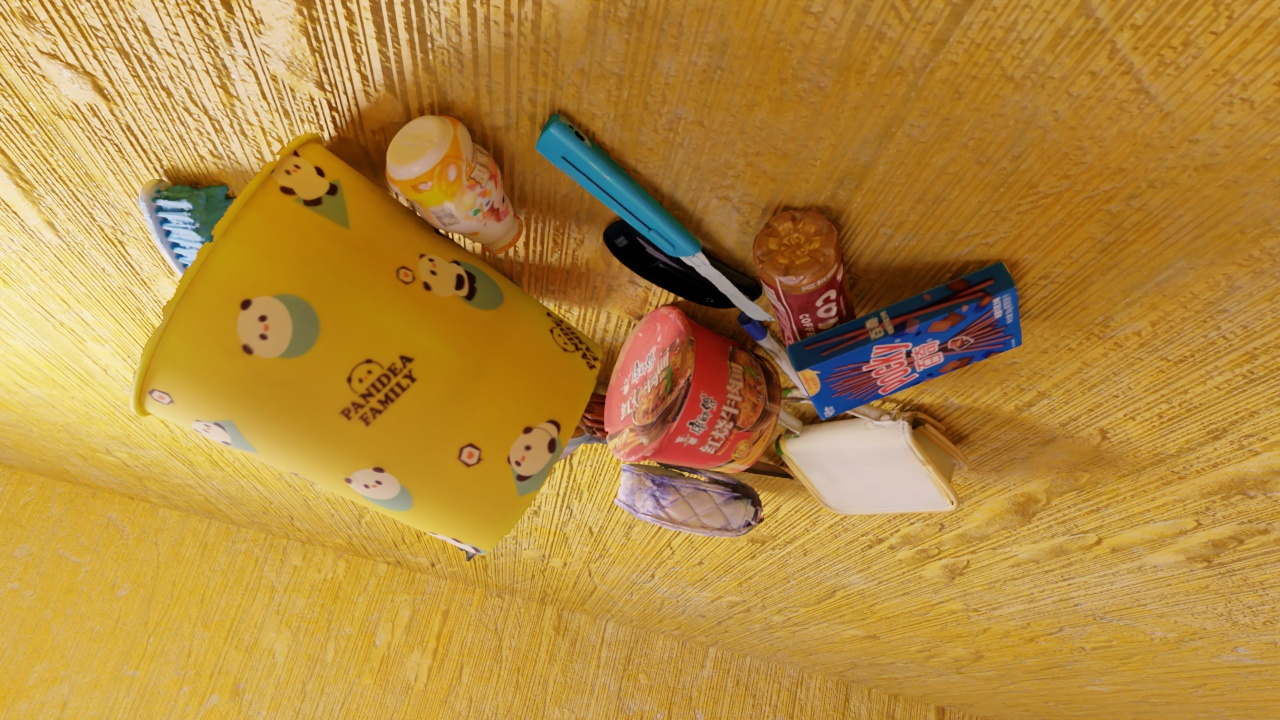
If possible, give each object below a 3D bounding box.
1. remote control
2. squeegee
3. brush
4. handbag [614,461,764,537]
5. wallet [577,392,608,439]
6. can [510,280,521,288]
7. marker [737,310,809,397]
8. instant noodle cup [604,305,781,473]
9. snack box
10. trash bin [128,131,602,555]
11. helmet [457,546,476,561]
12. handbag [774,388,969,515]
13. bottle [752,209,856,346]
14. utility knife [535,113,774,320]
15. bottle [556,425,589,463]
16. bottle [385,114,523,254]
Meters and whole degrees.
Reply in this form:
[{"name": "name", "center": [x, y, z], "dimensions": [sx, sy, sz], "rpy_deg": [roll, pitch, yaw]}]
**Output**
[{"name": "remote control", "center": [0.032, -0.067, 0.703], "dimensions": [0.136, 0.024, 0.053], "rpy_deg": [24, 153, -22]}, {"name": "squeegee", "center": [0.019, 0.094, 1.059], "dimensions": [0.250, 0.040, 0.247], "rpy_deg": [5, 173, 33]}, {"name": "brush", "center": [-0.391, -0.056, 0.885], "dimensions": [0.109, 0.060, 0.315], "rpy_deg": [14, 146, 15]}, {"name": "handbag", "center": [0.051, 0.160, 1.091], "dimensions": [0.134, 0.075, 0.194], "rpy_deg": [13, 175, -14]}, {"name": "wallet", "center": [-0.034, 0.056, 0.928], "dimensions": [0.119, 0.035, 0.131], "rpy_deg": [16, -175, -26]}, {"name": "can", "center": [-0.168, -0.043, 0.807], "dimensions": [0.111, 0.075, 0.075], "rpy_deg": [11, 157, 8]}, {"name": "marker", "center": [0.124, -0.003, 0.807], "dimensions": [0.017, 0.016, 0.145], "rpy_deg": [-3, 152, 34]}, {"name": "instant noodle cup", "center": [0.047, 0.033, 0.795], "dimensions": [0.108, 0.137, 0.138], "rpy_deg": [18, 158, -26]}, {"name": "snack box", "center": [0.190, -0.011, 0.658], "dimensions": [0.157, 0.026, 0.084], "rpy_deg": [-22, 146, 13]}, {"name": "trash bin", "center": [-0.182, 0.002, 0.669], "dimensions": [0.255, 0.229, 0.230], "rpy_deg": [31, 153, -12]}, {"name": "helmet", "center": [-0.213, 0.079, 0.999], "dimensions": [0.230, 0.156, 0.275], "rpy_deg": [32, 153, 20]}, {"name": "handbag", "center": [0.215, 0.078, 0.905], "dimensions": [0.164, 0.063, 0.179], "rpy_deg": [-13, 130, 46]}, {"name": "bottle", "center": [0.126, -0.039, 0.671], "dimensions": [0.057, 0.057, 0.175], "rpy_deg": [4, 155, 22]}, {"name": "utility knife", "center": [0.018, -0.090, 0.646], "dimensions": [0.238, 0.018, 0.034], "rpy_deg": [36, 147, -32]}, {"name": "bottle", "center": [-0.105, 0.084, 1.069], "dimensions": [0.068, 0.067, 0.190], "rpy_deg": [20, 157, -13]}, {"name": "bottle", "center": [-0.123, -0.116, 0.630], "dimensions": [0.063, 0.063, 0.108], "rpy_deg": [1, 153, 29]}]
